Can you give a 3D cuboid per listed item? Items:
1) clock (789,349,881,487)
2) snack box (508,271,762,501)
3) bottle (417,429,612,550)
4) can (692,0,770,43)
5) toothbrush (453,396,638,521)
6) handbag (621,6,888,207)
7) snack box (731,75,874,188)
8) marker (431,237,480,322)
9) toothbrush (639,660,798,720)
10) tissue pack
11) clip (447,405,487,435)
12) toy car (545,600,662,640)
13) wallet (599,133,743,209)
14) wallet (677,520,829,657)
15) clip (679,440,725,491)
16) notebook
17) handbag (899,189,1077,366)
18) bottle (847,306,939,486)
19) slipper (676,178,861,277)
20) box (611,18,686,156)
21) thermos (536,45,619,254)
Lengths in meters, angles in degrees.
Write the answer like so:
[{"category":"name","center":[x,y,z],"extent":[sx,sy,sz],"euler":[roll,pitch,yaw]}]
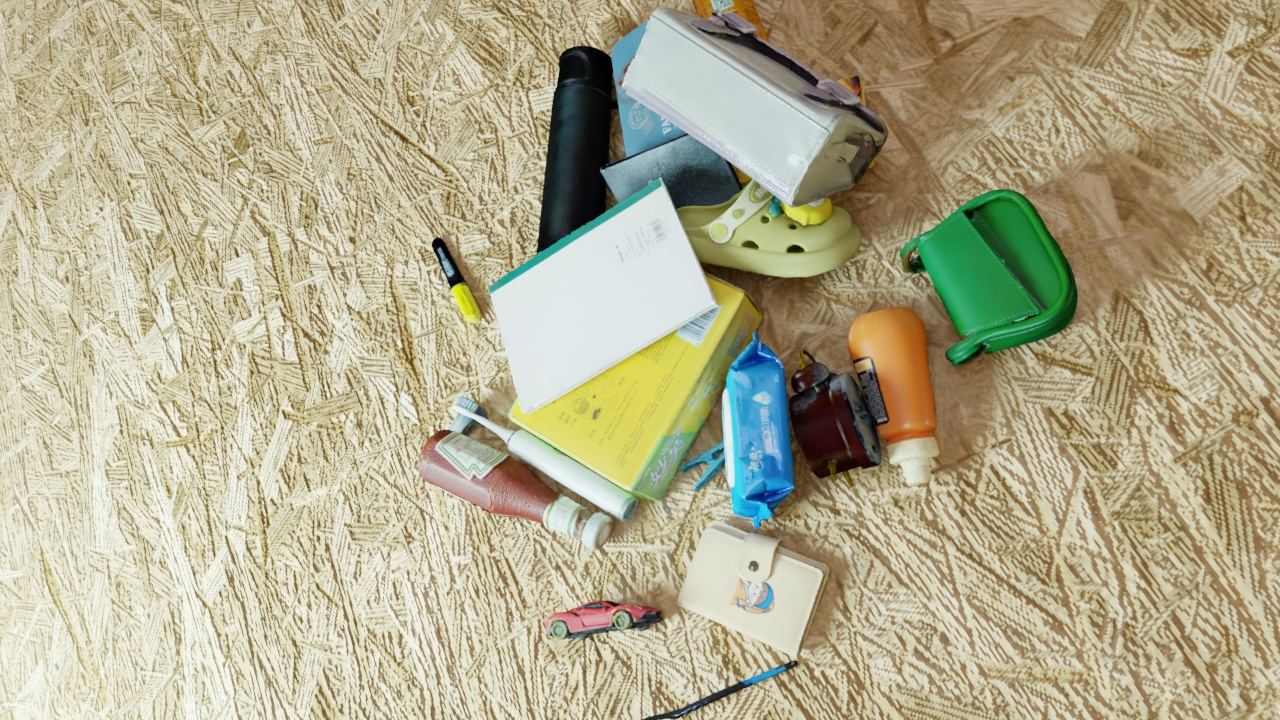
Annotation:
[{"category":"clock","center":[0.162,0.045,0.781],"extent":[0.055,0.082,0.121],"euler":[-23,68,22]},{"category":"snack box","center":[-0.005,0.005,0.871],"extent":[0.158,0.070,0.210],"euler":[28,86,28]},{"category":"bottle","center":[-0.122,0.128,0.890],"extent":[0.206,0.060,0.059],"euler":[21,82,23]},{"category":"can","center":[0.099,-0.331,0.941],"extent":[0.058,0.058,0.146],"euler":[-22,66,15]},{"category":"toothbrush","center":[-0.099,0.092,0.896],"extent":[0.221,0.027,0.026],"euler":[28,73,23]},{"category":"handbag","center":[0.107,-0.228,0.809],"extent":[0.197,0.144,0.099],"euler":[40,119,20]},{"category":"snack box","center":[0.152,-0.218,0.897],"extent":[0.141,0.033,0.086],"euler":[-10,71,22]},{"category":"marker","center":[-0.207,-0.091,1.019],"extent":[0.018,0.015,0.124],"euler":[-34,62,6]},{"category":"toothbrush","center":[0.050,0.296,0.786],"extent":[0.190,0.014,0.016],"euler":[-27,66,12]},{"category":"tissue pack","center":[0.098,0.062,0.792],"extent":[0.052,0.095,0.157],"euler":[-2,71,1]},{"category":"clip","center":[-0.187,0.071,0.958],"extent":[0.027,0.045,0.058],"euler":[44,98,27]},{"category":"toy car","center":[-0.032,0.231,0.822],"extent":[0.106,0.049,0.031],"euler":[-13,70,20]},{"category":"wallet","center":[0.035,-0.168,0.894],"extent":[0.121,0.097,0.019],"euler":[-17,36,22]},{"category":"wallet","center":[0.097,0.192,0.794],"extent":[0.115,0.024,0.087],"euler":[17,80,28]},{"category":"clip","center":[0.064,0.094,0.845],"extent":[0.056,0.013,0.039],"euler":[-41,63,6]},{"category":"notebook","center":[-0.044,-0.061,0.856],"extent":[0.209,0.012,0.150],"euler":[-30,61,18]},{"category":"handbag","center":[0.294,-0.070,0.775],"extent":[0.120,0.068,0.131],"euler":[-27,66,21]},{"category":"bottle","center":[0.220,0.032,0.775],"extent":[0.067,0.066,0.149],"euler":[-14,76,18]},{"category":"slipper","center":[0.105,-0.129,0.839],"extent":[0.191,0.082,0.091],"euler":[7,36,19]},{"category":"box","center":[0.027,-0.260,0.938],"extent":[0.090,0.059,0.184],"euler":[-27,61,35]},{"category":"thermos","center":[-0.055,-0.212,0.967],"extent":[0.090,0.068,0.242],"euler":[3,74,4]}]
